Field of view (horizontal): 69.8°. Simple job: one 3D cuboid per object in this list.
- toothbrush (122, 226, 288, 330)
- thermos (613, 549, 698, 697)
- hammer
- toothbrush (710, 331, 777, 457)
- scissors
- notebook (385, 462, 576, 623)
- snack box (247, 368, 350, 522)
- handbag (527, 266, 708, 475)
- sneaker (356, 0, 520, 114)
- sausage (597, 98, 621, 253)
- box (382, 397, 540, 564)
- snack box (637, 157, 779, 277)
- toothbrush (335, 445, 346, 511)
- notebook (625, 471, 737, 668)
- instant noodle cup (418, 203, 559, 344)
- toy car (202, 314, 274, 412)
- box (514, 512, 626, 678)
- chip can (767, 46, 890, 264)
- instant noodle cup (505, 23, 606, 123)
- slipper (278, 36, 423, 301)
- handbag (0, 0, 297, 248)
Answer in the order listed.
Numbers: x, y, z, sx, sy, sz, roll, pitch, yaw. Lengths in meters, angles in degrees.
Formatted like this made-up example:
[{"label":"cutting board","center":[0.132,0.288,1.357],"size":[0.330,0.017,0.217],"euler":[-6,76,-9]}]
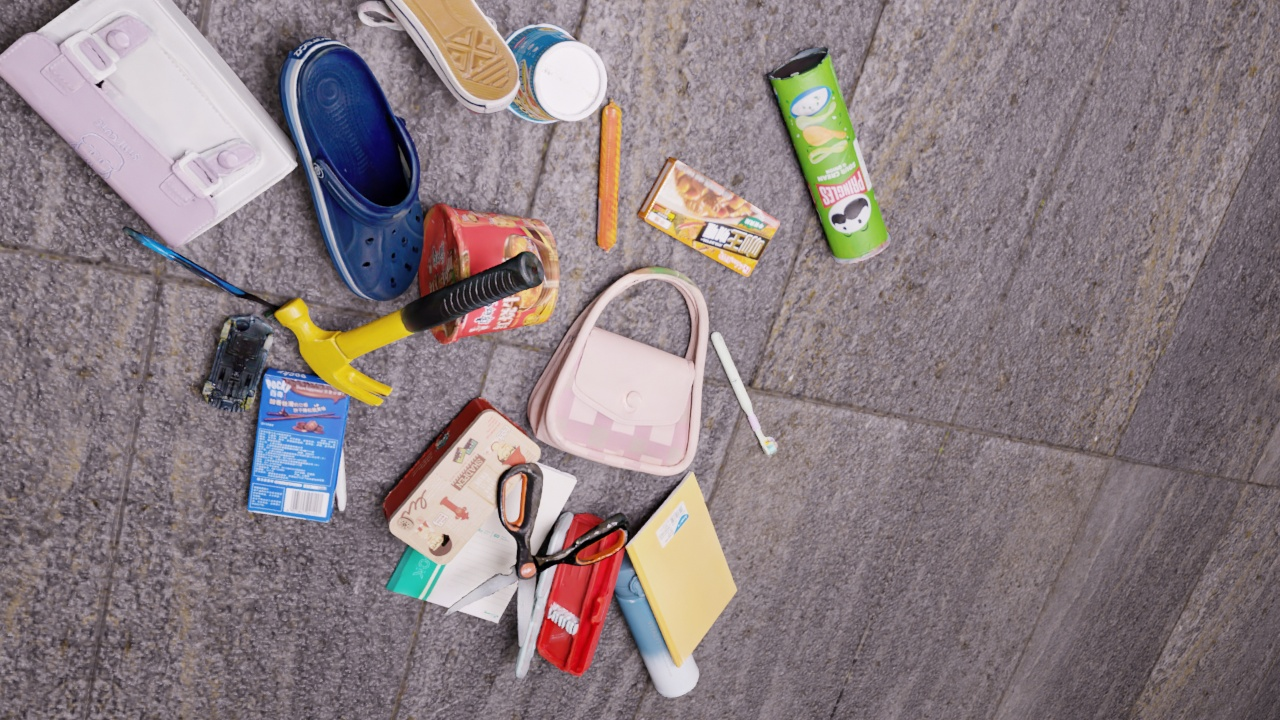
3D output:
[{"label":"toothbrush","center":[-0.398,-0.073,0.857],"size":[0.016,0.014,0.189],"euler":[-37,143,11]},{"label":"thermos","center":[0.015,0.336,1.179],"size":[0.070,0.070,0.221],"euler":[-26,118,-10]},{"label":"hammer","center":[-0.210,-0.038,0.848],"size":[0.302,0.032,0.129],"euler":[-18,116,33]},{"label":"toothbrush","center":[0.128,0.042,1.138],"size":[0.020,0.029,0.189],"euler":[-13,120,29]},{"label":"scissors","center":[-0.115,0.213,1.016],"size":[0.232,0.022,0.221],"euler":[-20,115,-20]},{"label":"notebook","center":[-0.187,0.203,1.083],"size":[0.150,0.012,0.209],"euler":[25,100,-26]},{"label":"snack box","center":[-0.355,0.089,0.955],"size":[0.084,0.026,0.157],"euler":[11,107,-12]},{"label":"handbag","center":[-0.006,0.006,1.044],"size":[0.193,0.093,0.234],"euler":[18,95,-27]},{"label":"sneaker","center":[-0.194,-0.327,0.835],"size":[0.118,0.088,0.241],"euler":[-34,97,-20]},{"label":"sausage","center":[-0.033,-0.195,0.982],"size":[0.021,0.021,0.165],"euler":[-4,112,-20]},{"label":"box","center":[-0.198,0.130,1.009],"size":[0.091,0.077,0.168],"euler":[42,87,-25]},{"label":"snack box","center":[0.078,-0.160,1.035],"size":[0.153,0.026,0.075],"euler":[25,100,-27]},{"label":"toothbrush","center":[-0.327,0.077,0.978],"size":[0.017,0.016,0.188],"euler":[-1,110,-12]},{"label":"notebook","center":[0.057,0.265,1.158],"size":[0.145,0.010,0.206],"euler":[-44,125,-38]},{"label":"instant noodle cup","center":[-0.152,-0.089,0.922],"size":[0.108,0.138,0.138],"euler":[-5,112,-30]},{"label":"toy car","center":[-0.398,0.001,0.911],"size":[0.049,0.031,0.106],"euler":[17,107,-25]},{"label":"box","center":[-0.097,0.287,1.098],"size":[0.100,0.095,0.202],"euler":[-10,119,-60]},{"label":"chip can","center":[0.216,-0.228,1.037],"size":[0.072,0.072,0.236],"euler":[-30,117,-8]},{"label":"instant noodle cup","center":[-0.081,-0.271,0.884],"size":[0.099,0.110,0.099],"euler":[-8,113,-19]},{"label":"slipper","center":[-0.243,-0.167,0.838],"size":[0.104,0.095,0.253],"euler":[-41,138,-34]},{"label":"handbag","center":[-0.417,-0.212,0.789],"size":[0.145,0.098,0.197],"euler":[-34,120,3]}]
